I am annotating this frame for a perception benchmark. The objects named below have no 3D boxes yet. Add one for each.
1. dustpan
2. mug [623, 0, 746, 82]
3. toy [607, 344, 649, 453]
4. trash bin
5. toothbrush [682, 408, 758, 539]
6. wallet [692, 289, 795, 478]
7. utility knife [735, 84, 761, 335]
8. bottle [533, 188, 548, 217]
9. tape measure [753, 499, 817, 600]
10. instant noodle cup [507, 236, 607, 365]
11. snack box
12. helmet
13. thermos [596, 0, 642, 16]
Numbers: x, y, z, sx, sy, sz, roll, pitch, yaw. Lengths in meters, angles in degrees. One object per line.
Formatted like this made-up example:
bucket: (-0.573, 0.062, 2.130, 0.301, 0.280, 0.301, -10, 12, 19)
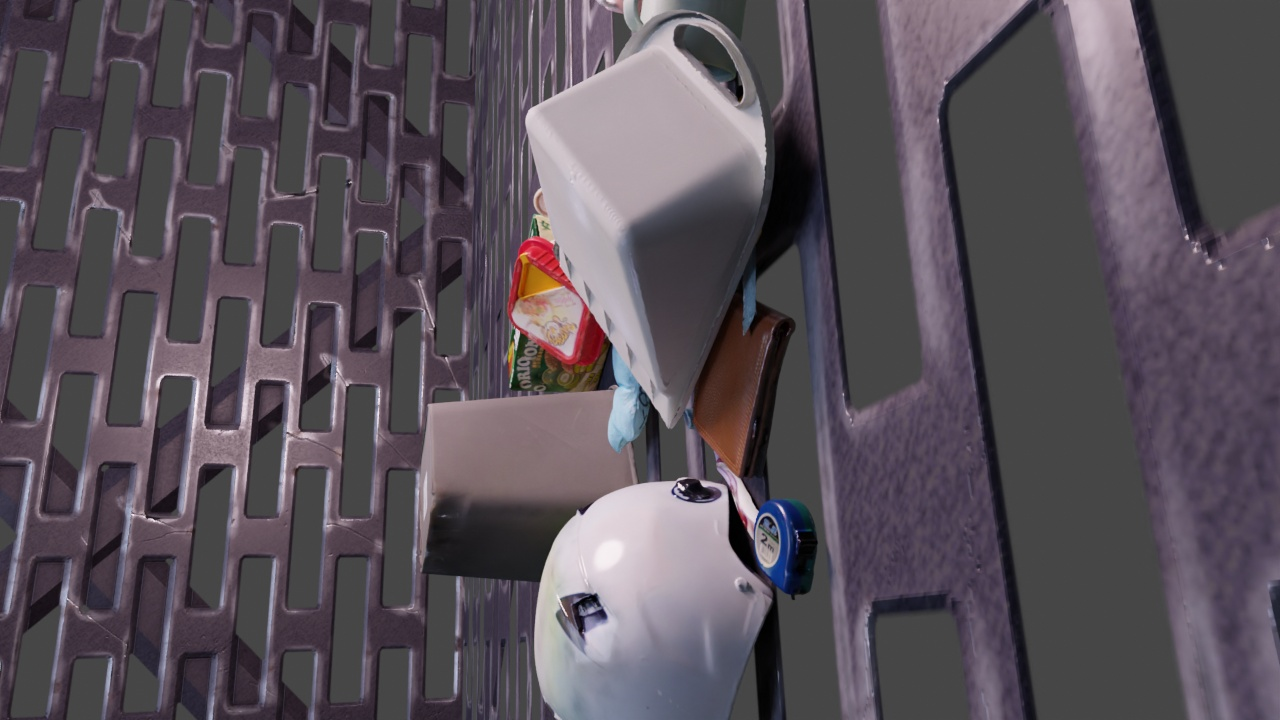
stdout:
dustpan: (0.017, -0.120, 0.705, 0.222, 0.142, 0.258, 56, 169, 33)
mug: (0.032, -0.286, 0.728, 0.082, 0.111, 0.106, 15, 101, 46)
toy: (-0.005, 0.005, 0.915, 0.162, 0.050, 0.156, 121, 153, -68)
trash bin: (-0.133, 0.146, 1.036, 0.199, 0.219, 0.198, 110, 155, -47)
toothbrush: (0.064, 0.085, 0.717, 0.187, 0.017, 0.016, -115, 31, -60)
wallet: (0.074, 0.014, 0.677, 0.101, 0.032, 0.125, -130, 45, -63)
utility knife: (0.080, -0.118, 0.675, 0.033, 0.015, 0.217, 132, 144, -60)
bottle: (-0.082, -0.204, 1.076, 0.205, 0.060, 0.060, -64, -15, -67)
tape measure: (0.094, 0.117, 0.591, 0.058, 0.025, 0.054, -143, 59, -66)
instant noodle cup: (-0.057, -0.076, 0.945, 0.117, 0.123, 0.117, 34, 134, 18)
snack box: (-0.088, -0.061, 1.101, 0.241, 0.114, 0.063, 108, 158, -44)
helmet: (-0.011, 0.207, 0.725, 0.258, 0.145, 0.229, -117, 34, -61)
thermos: (-0.002, -0.456, 0.929, 0.067, 0.087, 0.199, 32, 122, 34)
